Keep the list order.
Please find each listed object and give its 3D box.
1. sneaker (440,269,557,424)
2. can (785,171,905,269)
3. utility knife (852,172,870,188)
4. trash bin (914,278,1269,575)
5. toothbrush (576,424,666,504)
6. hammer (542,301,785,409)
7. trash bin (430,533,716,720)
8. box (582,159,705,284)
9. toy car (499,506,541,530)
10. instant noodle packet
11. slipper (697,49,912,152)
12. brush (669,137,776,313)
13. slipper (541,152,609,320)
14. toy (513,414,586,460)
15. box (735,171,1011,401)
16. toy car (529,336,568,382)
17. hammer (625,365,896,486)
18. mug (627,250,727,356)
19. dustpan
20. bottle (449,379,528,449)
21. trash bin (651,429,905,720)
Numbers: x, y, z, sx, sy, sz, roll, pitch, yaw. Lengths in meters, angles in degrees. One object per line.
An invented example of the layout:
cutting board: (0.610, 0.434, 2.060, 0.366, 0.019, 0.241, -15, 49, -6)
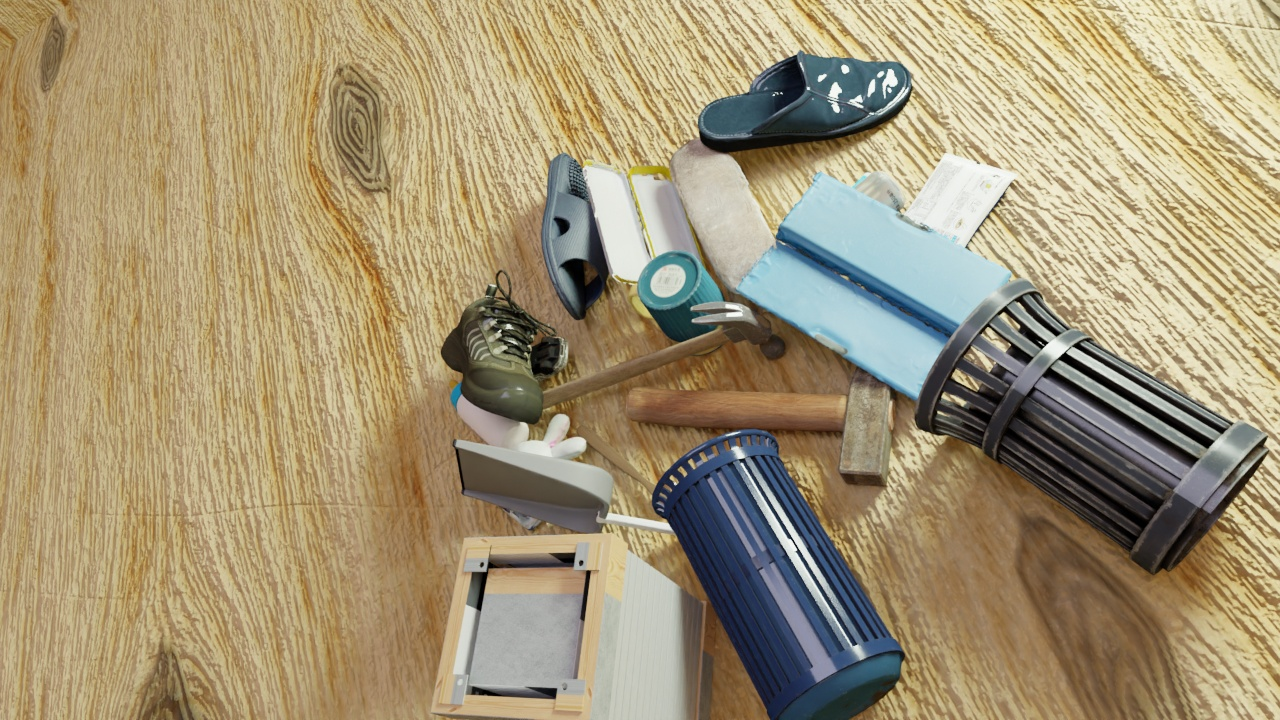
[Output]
sneaker: (-0.150, -0.023, 1.075, 0.143, 0.101, 0.238, -63, 34, 10)
can: (0.232, -0.153, 1.039, 0.135, 0.054, 0.054, -40, 53, 1)
utility knife: (0.235, -0.175, 1.075, 0.116, 0.015, 0.022, -46, 53, 0)
trash bin: (0.380, 0.058, 0.781, 0.164, 0.164, 0.227, -47, 56, -4)
toothbrush: (-0.019, 0.118, 1.038, 0.167, 0.016, 0.016, 35, 82, 39)
hammer: (-0.006, 0.006, 1.055, 0.332, 0.119, 0.030, -18, 57, 27)
trash bin: (-0.045, 0.263, 0.822, 0.143, 0.247, 0.142, -6, 60, 24)
box: (0.002, -0.173, 1.144, 0.129, 0.034, 0.209, 2, 52, -23)
toy car: (-0.145, 0.162, 1.069, 0.090, 0.027, 0.038, 29, 80, 36)
instant noodle packet: (0.338, -0.166, 1.009, 0.087, 0.026, 0.134, 30, 79, 36)
slipper: (0.198, -0.328, 1.113, 0.266, 0.083, 0.108, -10, 53, 6)
brush: (0.106, -0.171, 1.112, 0.083, 0.056, 0.271, -28, 53, 10)
slipper: (-0.071, -0.175, 1.180, 0.083, 0.101, 0.263, -17, 53, 19)
toy: (-0.126, 0.116, 1.071, 0.125, 0.037, 0.076, -33, 36, -8)
box: (0.239, -0.080, 0.956, 0.231, 0.033, 0.174, 32, 75, 18)
toy car: (-0.130, 0.006, 1.147, 0.113, 0.040, 0.048, -21, 54, 37)
hammer: (0.121, 0.047, 0.992, 0.301, 0.037, 0.157, 0, 63, 27)
mug: (0.038, -0.066, 1.056, 0.114, 0.107, 0.083, 6, 68, 30)
dustpan: (-0.068, 0.148, 0.964, 0.257, 0.163, 0.033, 10, 64, -3)
bottle: (-0.197, 0.062, 1.138, 0.146, 0.051, 0.051, 36, 82, 37)
trash bin: (0.124, 0.202, 0.841, 0.139, 0.139, 0.249, -34, 55, 6)
